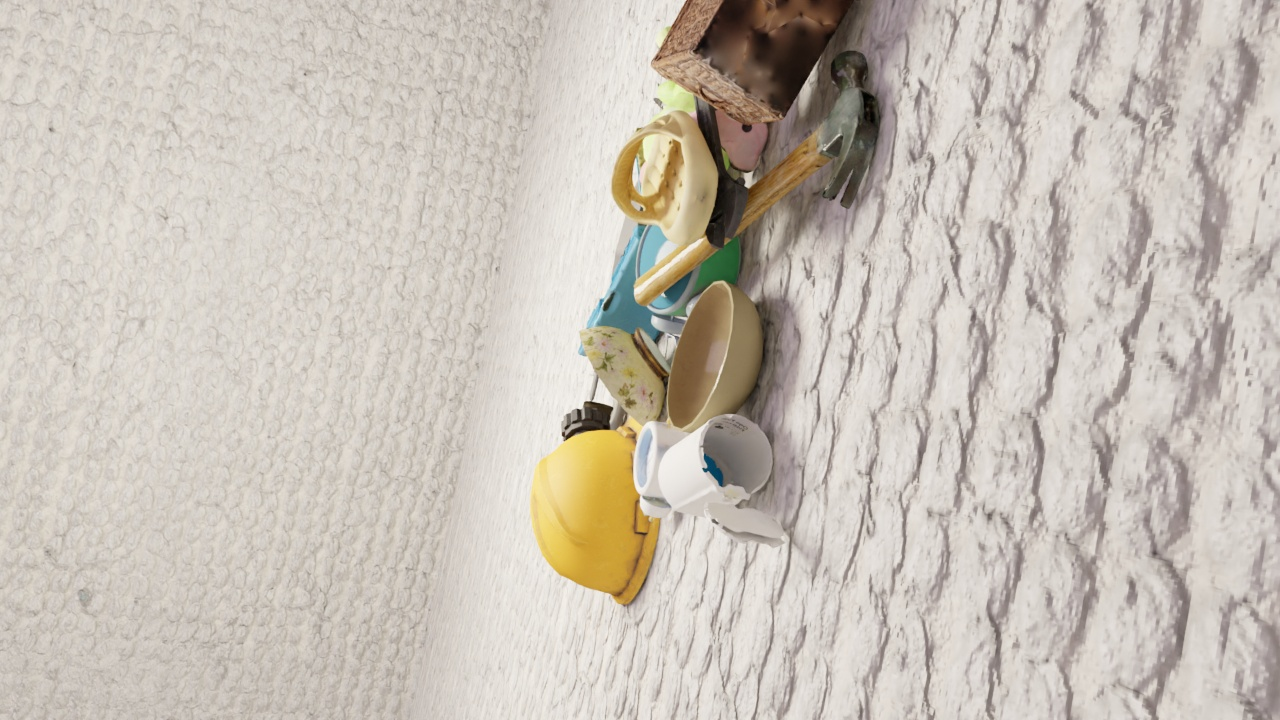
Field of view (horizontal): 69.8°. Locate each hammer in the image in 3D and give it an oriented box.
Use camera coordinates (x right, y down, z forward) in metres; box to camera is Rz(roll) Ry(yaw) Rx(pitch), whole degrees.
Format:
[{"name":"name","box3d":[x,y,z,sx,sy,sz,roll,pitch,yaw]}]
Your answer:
[{"name":"hammer","box3d":[0.094,-0.137,0.863,0.332,0.033,0.132,-36,46,47]}]

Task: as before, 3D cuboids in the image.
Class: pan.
[{"name":"pan","box3d":[-0.025,-0.113,1.340,0.217,0.024,0.354,170,113,-81]}]

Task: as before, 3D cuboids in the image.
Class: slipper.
[{"name":"slipper","box3d":[0.015,-0.187,0.903,0.261,0.079,0.111,-109,35,-64]}]

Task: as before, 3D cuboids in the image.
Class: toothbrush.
[{"name":"toothbrush","box3d":[-0.036,0.092,1.278,0.022,0.024,0.186,-10,-62,-63]}]

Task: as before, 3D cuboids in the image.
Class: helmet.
[{"name":"helmet","box3d":[-0.070,0.173,1.147,0.254,0.131,0.206,-97,25,-44]}]

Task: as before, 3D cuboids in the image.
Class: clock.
[{"name":"clock","box3d":[0.055,-0.088,1.005,0.122,0.075,0.161,-20,69,55]},{"name":"clock","box3d":[0.023,0.121,1.015,0.088,0.052,0.126,-100,24,-49]}]

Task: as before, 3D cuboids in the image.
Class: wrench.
[{"name":"wrench","box3d":[0.070,-0.207,0.897,0.272,0.018,0.073,-94,28,-42]}]

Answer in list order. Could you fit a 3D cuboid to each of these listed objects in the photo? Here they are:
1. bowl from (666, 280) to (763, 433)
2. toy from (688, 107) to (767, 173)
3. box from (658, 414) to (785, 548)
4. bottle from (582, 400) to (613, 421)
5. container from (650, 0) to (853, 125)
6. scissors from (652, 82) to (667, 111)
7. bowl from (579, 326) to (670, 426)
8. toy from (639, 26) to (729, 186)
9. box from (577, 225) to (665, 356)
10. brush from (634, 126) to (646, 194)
[{"name":"bowl","box3d":[0.079,0.002,0.895,0.152,0.050,0.152,-164,91,-75]},{"name":"toy","box3d":[0.104,-0.259,0.977,0.096,0.099,0.052,-53,-20,7]},{"name":"box","box3d":[0.072,0.116,0.807,0.147,0.084,0.136,132,153,-58]},{"name":"bottle","box3d":[-0.080,0.153,1.340,0.045,0.045,0.184,-154,76,-73]},{"name":"container","box3d":[0.114,-0.321,0.829,0.198,0.113,0.113,-60,20,6]},{"name":"scissors","box3d":[0.040,-0.385,1.369,0.151,0.012,0.164,133,146,-59]},{"name":"bowl","box3d":[-0.006,0.006,1.111,0.063,0.145,0.145,-35,28,8]},{"name":"toy","box3d":[0.067,-0.287,1.076,0.150,0.107,0.197,23,112,50]},{"name":"box","box3d":[-0.002,-0.104,1.185,0.232,0.094,0.112,119,159,-47]},{"name":"brush","box3d":[0.024,-0.252,1.258,0.075,0.055,0.135,78,-175,-61]}]
